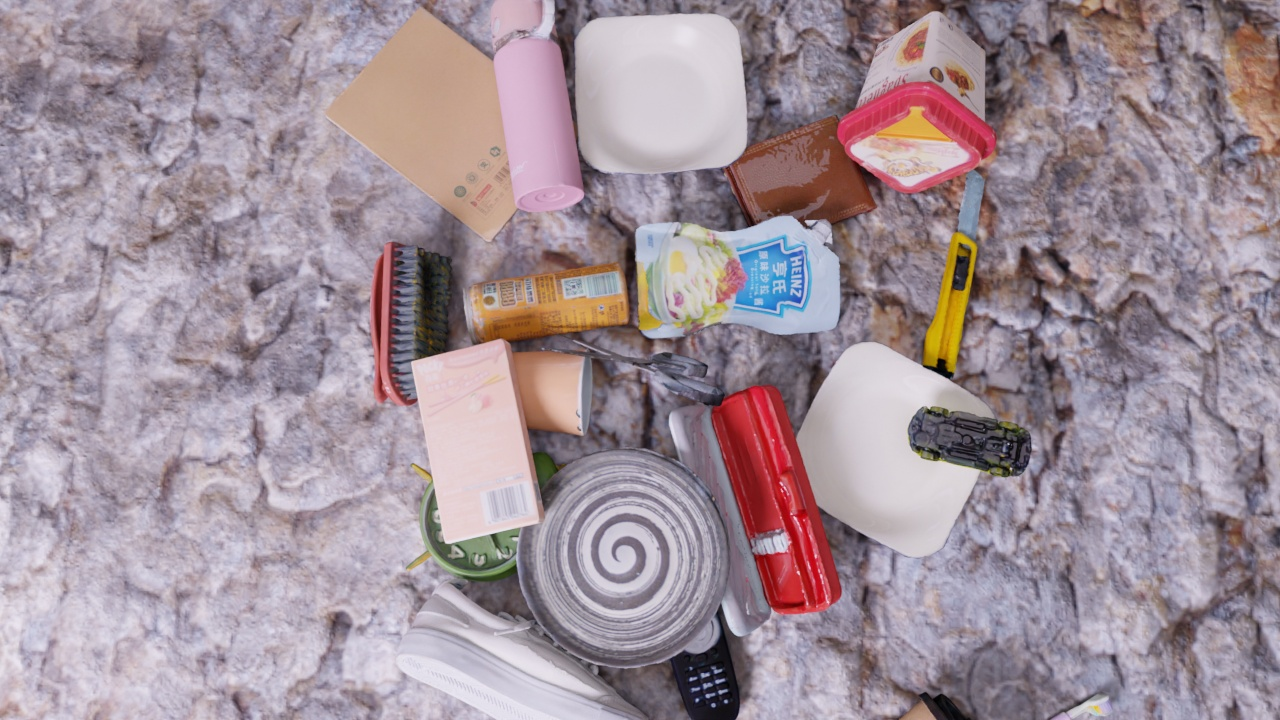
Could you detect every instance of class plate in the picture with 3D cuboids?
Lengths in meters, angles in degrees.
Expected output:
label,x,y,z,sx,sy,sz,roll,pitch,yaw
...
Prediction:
label,x,y,z,sx,sy,sz,roll,pitch,yaw
plate,0.019,-0.253,0.886,0.163,0.034,0.164,-2,79,0
plate,0.226,0.080,0.840,0.163,0.034,0.164,30,81,3
plate,-0.013,0.162,0.765,0.179,0.024,0.179,-1,80,8

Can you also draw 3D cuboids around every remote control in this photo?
label,x,y,z,sx,sy,sz,roll,pitch,yaw
remote control,0.051,0.255,0.812,0.053,0.024,0.136,-14,80,-2

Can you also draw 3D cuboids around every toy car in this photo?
label,x,y,z,sx,sy,sz,roll,pitch,yaw
toy car,0.289,0.072,0.811,0.105,0.032,0.048,13,81,11

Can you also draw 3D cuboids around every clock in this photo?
label,x,y,z,sx,sy,sz,roll,pitch,yaw
clock,-0.123,0.137,0.810,0.161,0.056,0.116,0,82,-2

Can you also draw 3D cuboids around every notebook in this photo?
label,x,y,z,sx,sy,sz,roll,pitch,yaw
notebook,-0.181,-0.232,0.892,0.207,0.008,0.147,37,81,4

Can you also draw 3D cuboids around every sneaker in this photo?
label,x,y,z,sx,sy,sz,roll,pitch,yaw
sneaker,-0.082,0.265,0.783,0.242,0.090,0.090,30,49,-9

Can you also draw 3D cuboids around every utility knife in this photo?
label,x,y,z,sx,sy,sz,roll,pitch,yaw
utility knife,0.302,-0.083,0.878,0.033,0.015,0.223,14,80,-2

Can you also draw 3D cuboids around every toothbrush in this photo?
label,x,y,z,sx,sy,sz,roll,pitch,yaw
toothbrush,0.332,0.345,0.808,0.189,0.029,0.020,-27,40,-5

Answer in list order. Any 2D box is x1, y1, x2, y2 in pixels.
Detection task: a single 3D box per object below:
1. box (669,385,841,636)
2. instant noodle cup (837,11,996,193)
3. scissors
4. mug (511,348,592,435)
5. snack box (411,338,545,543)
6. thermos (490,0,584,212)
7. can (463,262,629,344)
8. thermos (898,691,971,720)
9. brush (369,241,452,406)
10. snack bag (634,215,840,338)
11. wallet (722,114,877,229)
label,x,y,z,sx,sy,sz,roll,pitch,yaw
box,0.087,0.129,0.793,0.100,0.096,0.201,-9,78,-39
instant noodle cup,0.260,-0.241,0.850,0.116,0.117,0.124,26,66,-26
scissors,-0.003,0.004,0.797,0.159,0.180,0.014,30,109,43
mug,-0.108,0.027,0.822,0.123,0.078,0.078,1,81,4
snack box,-0.136,0.067,0.771,0.084,0.026,0.157,-13,81,7
thermos,-0.093,-0.245,0.851,0.067,0.087,0.198,-2,80,-35
can,-0.085,-0.051,0.840,0.146,0.058,0.058,-8,81,-3
thermos,0.226,0.350,0.774,0.143,0.093,0.093,-35,83,2
brush,-0.214,-0.031,0.836,0.069,0.063,0.145,-4,81,29
snack bag,0.091,-0.076,0.852,0.191,0.039,0.110,-3,95,-1
wallet,0.153,-0.169,0.882,0.124,0.032,0.101,-22,85,-4
